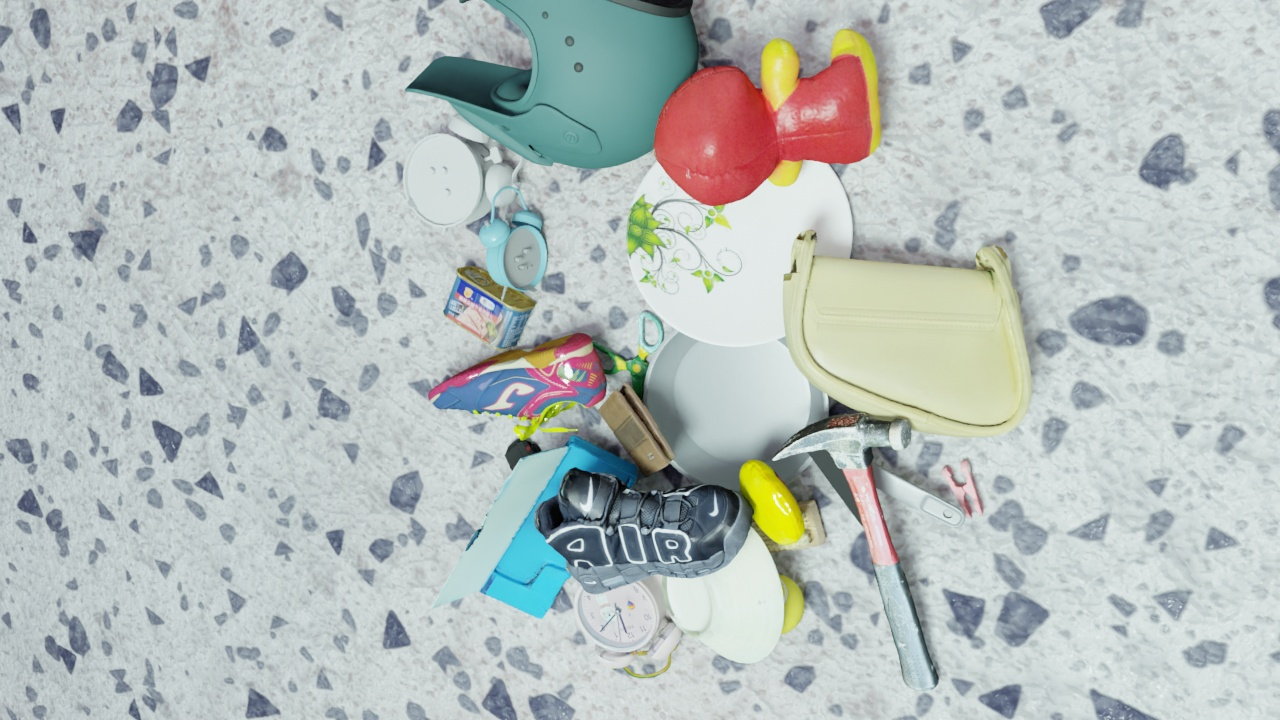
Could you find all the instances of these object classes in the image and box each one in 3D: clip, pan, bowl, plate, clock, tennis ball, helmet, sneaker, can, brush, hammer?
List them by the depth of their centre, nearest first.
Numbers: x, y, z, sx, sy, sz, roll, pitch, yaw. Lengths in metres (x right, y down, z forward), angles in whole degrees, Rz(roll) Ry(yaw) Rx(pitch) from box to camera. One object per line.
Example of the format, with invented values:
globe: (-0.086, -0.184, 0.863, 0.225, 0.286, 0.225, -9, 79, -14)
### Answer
helmet: (-0.084, -0.295, 0.913, 0.274, 0.176, 0.201, 18, 124, -5)
hammer: (0.237, 0.199, 0.922, 0.141, 0.036, 0.326, -4, 116, 40)
clip: (0.322, 0.130, 0.924, 0.044, 0.023, 0.060, -1, 98, 28)
plate: (0.101, -0.127, 0.948, 0.229, 0.030, 0.229, -1, 87, 9)
sneaker: (-0.012, 0.156, 0.952, 0.253, 0.097, 0.151, -22, 128, 37)
pan: (0.169, 0.078, 0.962, 0.357, 0.050, 0.201, 26, 110, 14)
bowl: (0.072, 0.248, 0.990, 0.177, 0.057, 0.177, 16, 110, 51)
tennis ball: (0.146, 0.266, 1.000, 0.065, 0.065, 0.065, 4, 102, 22)
brush: (0.139, 0.187, 1.003, 0.117, 0.039, 0.049, -13, 95, 27)
clock: (-0.142, -0.135, 1.036, 0.042, 0.087, 0.123, 9, 115, 35)
sneaker: (-0.146, 0.041, 1.057, 0.242, 0.116, 0.091, -13, 105, 34)
clock: (-0.203, -0.218, 1.058, 0.160, 0.061, 0.120, -30, 87, 26)
clock: (-0.015, 0.299, 1.076, 0.117, 0.058, 0.158, -18, 97, 23)
can: (-0.180, -0.062, 1.084, 0.100, 0.053, 0.059, 33, 113, 15)

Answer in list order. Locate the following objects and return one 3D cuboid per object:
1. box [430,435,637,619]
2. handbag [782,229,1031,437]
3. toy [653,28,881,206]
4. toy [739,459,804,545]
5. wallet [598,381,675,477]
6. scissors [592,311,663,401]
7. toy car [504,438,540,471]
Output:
box: (-0.130, 0.193, 1.072, 0.244, 0.170, 0.070, -57, 39, 22)
handbag: (0.248, -0.022, 0.876, 0.233, 0.088, 0.191, 7, 88, 5)
toy: (0.118, -0.219, 0.857, 0.216, 0.098, 0.148, -16, 121, 0)
toy: (0.132, 0.144, 0.929, 0.041, 0.094, 0.095, -29, 58, -12)
wallet: (-0.005, 0.079, 1.012, 0.026, 0.121, 0.098, -32, 84, -18)
scissors: (-0.002, 0.002, 1.042, 0.125, 0.011, 0.130, 29, 111, 10)
toy car: (-0.132, 0.138, 1.110, 0.042, 0.036, 0.091, -39, 84, 24)
